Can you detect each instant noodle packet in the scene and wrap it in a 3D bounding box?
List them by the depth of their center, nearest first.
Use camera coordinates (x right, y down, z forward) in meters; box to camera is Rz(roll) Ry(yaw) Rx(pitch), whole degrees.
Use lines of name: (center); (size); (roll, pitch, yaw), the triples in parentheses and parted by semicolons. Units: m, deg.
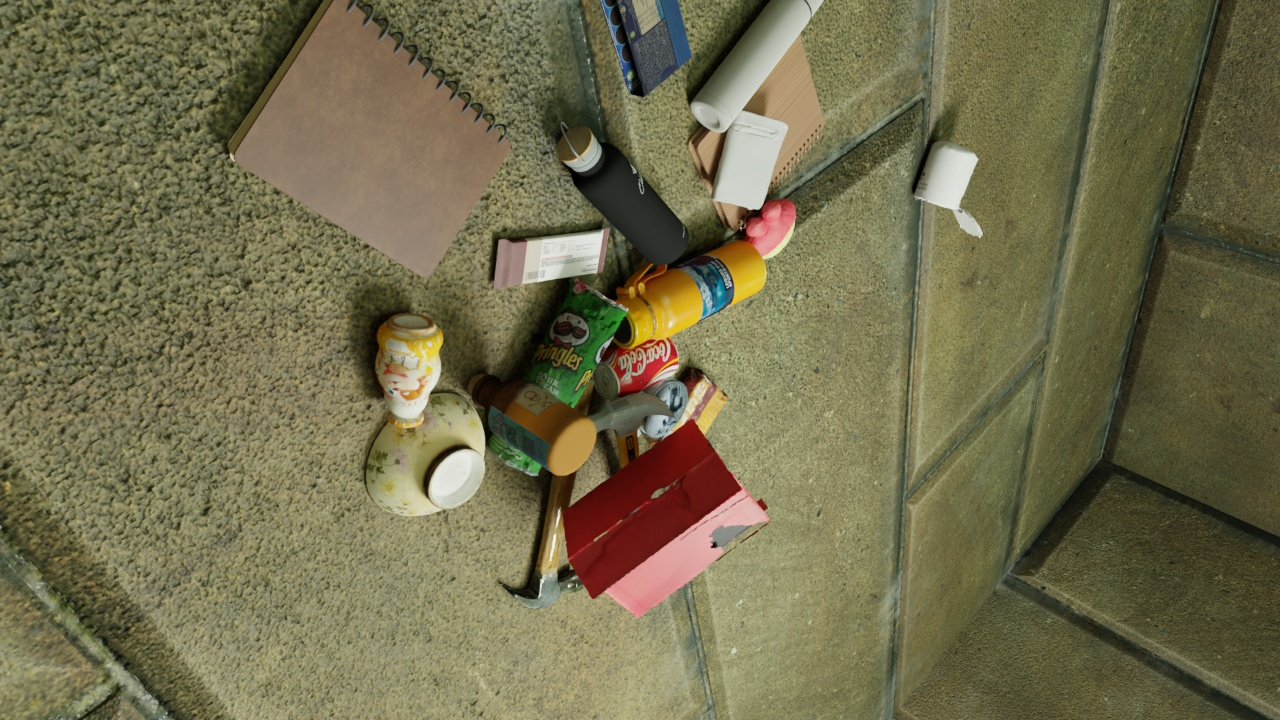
instant noodle packet: (0.065, 0.083, 1.301); (0.135, 0.040, 0.098); (-57, 142, -9)

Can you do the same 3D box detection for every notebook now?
notebook: (-0.224, -0.191, 0.808); (0.167, 0.024, 0.225); (-58, 143, -2)
notebook: (0.157, -0.288, 1.185); (0.210, 0.022, 0.169); (-50, 141, -14)

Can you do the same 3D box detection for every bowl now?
bowl: (-0.213, 0.113, 0.979); (0.144, 0.063, 0.145); (-26, 130, -37)

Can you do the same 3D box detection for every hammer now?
hammer: (-0.104, 0.174, 1.173); (0.132, 0.033, 0.331); (-9, 119, -45)
hammer: (-0.011, 0.151, 1.215); (0.127, 0.029, 0.324); (-24, 144, -13)

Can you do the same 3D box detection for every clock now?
clock: (0.008, 0.060, 1.206); (0.117, 0.057, 0.083); (-23, 129, -39)

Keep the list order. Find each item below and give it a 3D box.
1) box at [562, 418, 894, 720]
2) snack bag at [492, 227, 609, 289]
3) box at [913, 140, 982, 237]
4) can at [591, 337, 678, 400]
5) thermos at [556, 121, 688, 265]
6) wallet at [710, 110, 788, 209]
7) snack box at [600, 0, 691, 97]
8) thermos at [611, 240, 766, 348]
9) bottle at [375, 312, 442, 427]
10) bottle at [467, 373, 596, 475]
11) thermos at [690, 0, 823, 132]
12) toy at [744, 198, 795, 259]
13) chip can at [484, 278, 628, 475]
box: (0.074, 0.268, 0.968); (0.215, 0.510, 0.141); (-36, 125, 2)
snack bag: (-0.096, -0.115, 1.011); (0.157, 0.013, 0.057); (-15, 126, -43)
box: (0.535, -0.286, 1.543); (0.143, 0.083, 0.138); (14, 107, -18)
can: (-0.007, 0.007, 1.148); (0.104, 0.064, 0.064); (-26, 131, -37)
thermos: (-0.023, -0.185, 1.010); (0.061, 0.061, 0.231); (-57, 142, -5)
wallet: (0.130, -0.250, 1.140); (0.086, 0.032, 0.116); (8, 108, -38)
snack box: (0.004, -0.362, 0.959); (0.082, 0.027, 0.150); (-45, 141, -22)
thermos: (0.053, -0.089, 1.157); (0.232, 0.091, 0.076); (-27, 171, -36)
bottle: (-0.227, 0.011, 0.899); (0.063, 0.063, 0.109); (-16, 124, -43)
bottle: (-0.124, 0.058, 0.971); (0.067, 0.157, 0.068); (-32, 137, -37)
thermos: (0.144, -0.372, 1.091); (0.224, 0.052, 0.052); (-53, 142, -10)
toy: (0.175, -0.178, 1.237); (0.091, 0.045, 0.135); (-51, 162, 1)
chip can: (-0.098, 0.021, 1.046); (0.075, 0.075, 0.223); (26, 93, -53)
